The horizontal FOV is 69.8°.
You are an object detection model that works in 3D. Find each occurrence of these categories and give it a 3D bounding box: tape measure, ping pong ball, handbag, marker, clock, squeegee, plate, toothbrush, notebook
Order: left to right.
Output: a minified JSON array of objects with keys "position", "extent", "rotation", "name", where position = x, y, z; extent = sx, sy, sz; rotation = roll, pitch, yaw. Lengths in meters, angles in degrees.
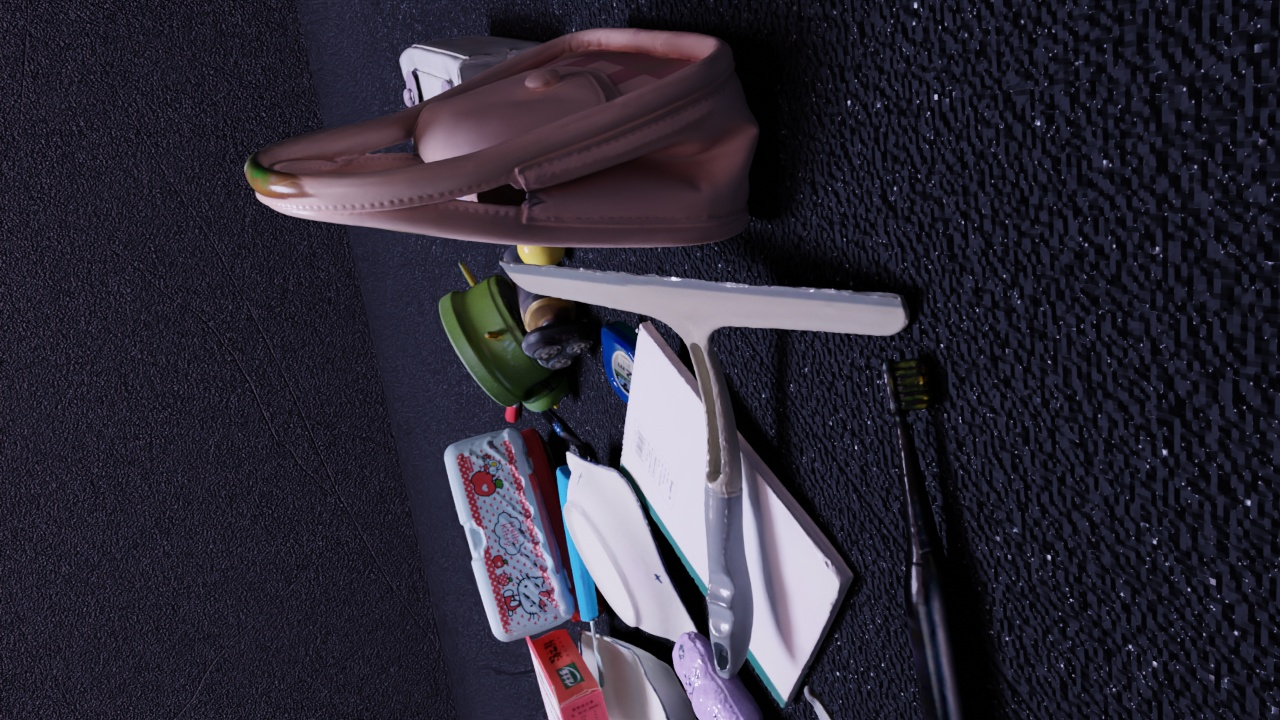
[{"position":[-0.132,-0.192,0.767],"extent":[0.197,0.098,0.145],"rotation":[39,144,59],"name":"handbag"},{"position":[-0.078,-0.107,0.472],"extent":[0.193,0.233,0.093],"rotation":[-139,38,-57],"name":"handbag"},{"position":[-0.118,-0.013,0.839],"extent":[0.161,0.056,0.116],"rotation":[50,-168,-54],"name":"clock"},{"position":[-0.141,0.024,1.030],"extent":[0.146,0.017,0.017],"rotation":[105,145,-53],"name":"marker"},{"position":[-0.083,-0.096,0.767],"extent":[0.040,0.040,0.040],"rotation":[165,90,-70],"name":"ping pong ball"},{"position":[-0.085,0.065,0.915],"extent":[0.189,0.016,0.014],"rotation":[-146,53,-62],"name":"toothbrush"},{"position":[-0.020,0.155,0.735],"extent":[0.163,0.034,0.164],"rotation":[66,162,-11],"name":"plate"},{"position":[-0.004,0.004,0.648],"extent":[0.058,0.025,0.055],"rotation":[39,142,42],"name":"tape measure"},{"position":[0.000,0.326,0.838],"extent":[0.266,0.034,0.162],"rotation":[147,109,-69],"name":"plate"},{"position":[0.046,0.095,0.573],"extent":[0.209,0.012,0.151],"rotation":[52,150,35],"name":"notebook"},{"position":[0.041,0.065,0.499],"extent":[0.247,0.039,0.247],"rotation":[9,117,41],"name":"squeegee"},{"position":[0.125,0.103,0.386],"extent":[0.027,0.026,0.212],"rotation":[-5,99,35],"name":"toothbrush"}]

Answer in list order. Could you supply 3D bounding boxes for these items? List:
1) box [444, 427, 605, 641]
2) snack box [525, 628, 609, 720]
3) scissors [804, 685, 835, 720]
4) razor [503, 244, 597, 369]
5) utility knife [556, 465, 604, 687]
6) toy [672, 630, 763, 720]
[{"position":[-0.117,0.171,0.912],"extent":[0.112,0.099,0.201],"rotation":[72,177,-70],"name":"box"},{"position":[-0.066,0.323,0.880],"extent":[0.113,0.044,0.127],"rotation":[-146,41,-64],"name":"snack box"},{"position":[0.135,0.259,0.413],"extent":[0.221,0.021,0.231],"rotation":[14,126,57],"name":"scissors"},{"position":[-0.088,-0.052,0.799],"extent":[0.167,0.062,0.068],"rotation":[-120,24,-50],"name":"razor"},{"position":[-0.051,0.200,0.834],"extent":[0.034,0.018,0.209],"rotation":[-175,76,-68],"name":"utility knife"},{"position":[0.055,0.235,0.633],"extent":[0.108,0.039,0.084],"rotation":[49,156,48],"name":"toy"}]
